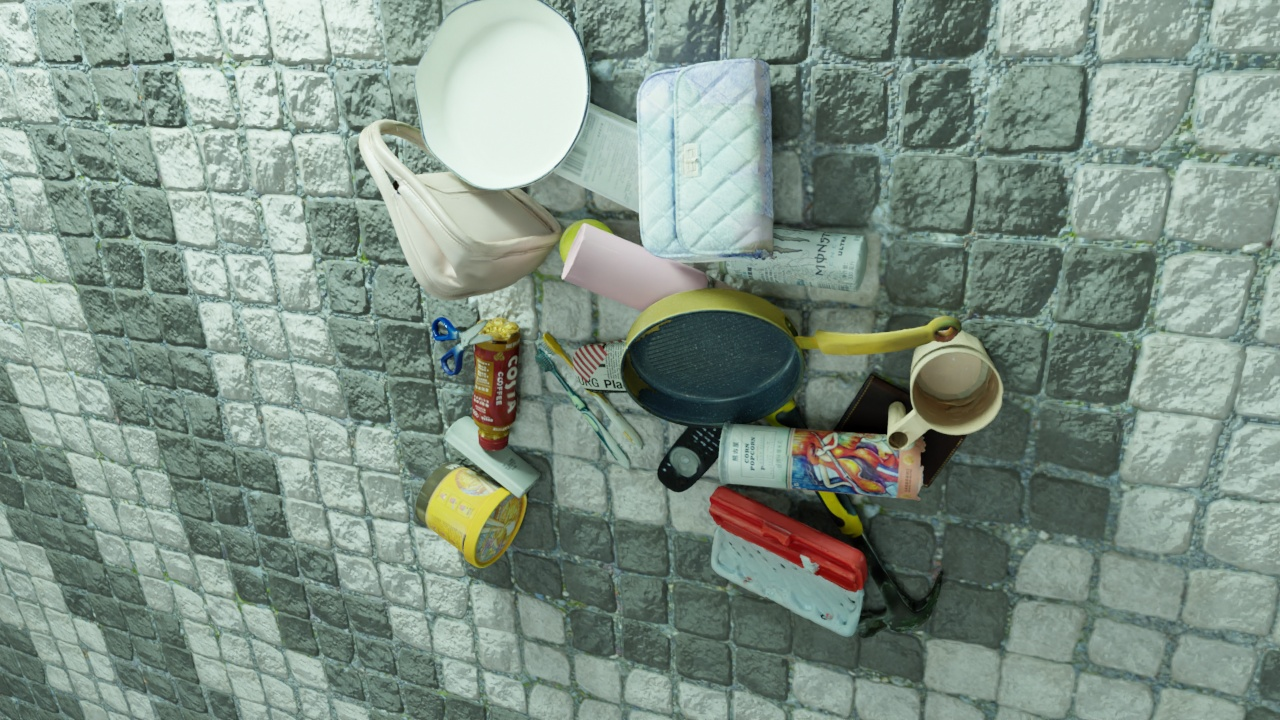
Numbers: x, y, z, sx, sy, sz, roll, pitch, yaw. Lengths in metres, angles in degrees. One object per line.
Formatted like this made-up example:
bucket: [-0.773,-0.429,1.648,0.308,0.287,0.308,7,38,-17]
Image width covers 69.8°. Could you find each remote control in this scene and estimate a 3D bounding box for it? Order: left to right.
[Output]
remote control: [-0.199,0.128,1.231,0.135,0.056,0.019,37,116,3]
remote control: [0.068,0.109,1.122,0.053,0.024,0.137,38,124,2]

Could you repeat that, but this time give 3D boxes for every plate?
plate: [-0.143,-0.285,0.985,0.205,0.045,0.205,1,94,18]

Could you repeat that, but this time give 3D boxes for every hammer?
hammer: [0.243,0.182,1.075,0.126,0.031,0.323,-26,101,31]

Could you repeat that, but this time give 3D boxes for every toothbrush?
toothbrush: [-0.074,0.065,1.168,0.016,0.018,0.191,-34,97,32]
toothbrush: [-0.061,0.041,1.153,0.191,0.016,0.018,49,134,-4]

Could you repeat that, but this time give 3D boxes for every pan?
pan: [0.147,-0.008,0.955,0.358,0.078,0.198,-18,136,23]

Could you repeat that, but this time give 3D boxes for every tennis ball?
tennis ball: [-0.059,-0.128,1.042,0.065,0.065,0.065,10,117,20]

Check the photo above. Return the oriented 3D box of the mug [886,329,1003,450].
mug: [0.299,0.031,0.922,0.084,0.103,0.125,44,112,0]

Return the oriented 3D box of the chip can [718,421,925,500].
chip can: [0.197,0.109,1.002,0.215,0.071,0.071,3,115,14]

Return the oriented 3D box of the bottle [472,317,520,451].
bottle: [-0.187,0.034,1.180,0.057,0.057,0.175,15,119,17]

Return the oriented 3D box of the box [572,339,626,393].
box: [-0.006,0.005,1.100,0.164,0.052,0.069,-1,126,25]

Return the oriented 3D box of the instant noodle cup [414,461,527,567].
instant noodle cup: [-0.235,0.204,1.253,0.114,0.118,0.119,24,121,20]

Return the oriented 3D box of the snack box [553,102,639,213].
snack box: [-0.014,-0.215,1.003,0.157,0.026,0.085,26,121,11]

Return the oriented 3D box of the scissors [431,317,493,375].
scissors: [-0.225,-0.035,1.148,0.132,0.012,0.173,58,143,23]

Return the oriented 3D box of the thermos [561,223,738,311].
thermos: [0.020,-0.083,0.986,0.198,0.067,0.087,22,165,-11]

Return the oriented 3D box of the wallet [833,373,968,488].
wallet: [0.286,0.079,1.014,0.122,0.020,0.097,29,126,8]

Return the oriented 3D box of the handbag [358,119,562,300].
handbag: [-0.216,-0.183,1.024,0.094,0.192,0.234,-43,84,26]

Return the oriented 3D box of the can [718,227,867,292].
can: [0.159,-0.108,0.958,0.147,0.058,0.058,9,117,20]

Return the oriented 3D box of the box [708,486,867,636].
box: [0.174,0.239,1.103,0.201,0.058,0.161,22,139,29]

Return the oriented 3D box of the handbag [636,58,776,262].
handbag: [0.066,-0.193,0.916,0.134,0.075,0.194,-1,94,20]
